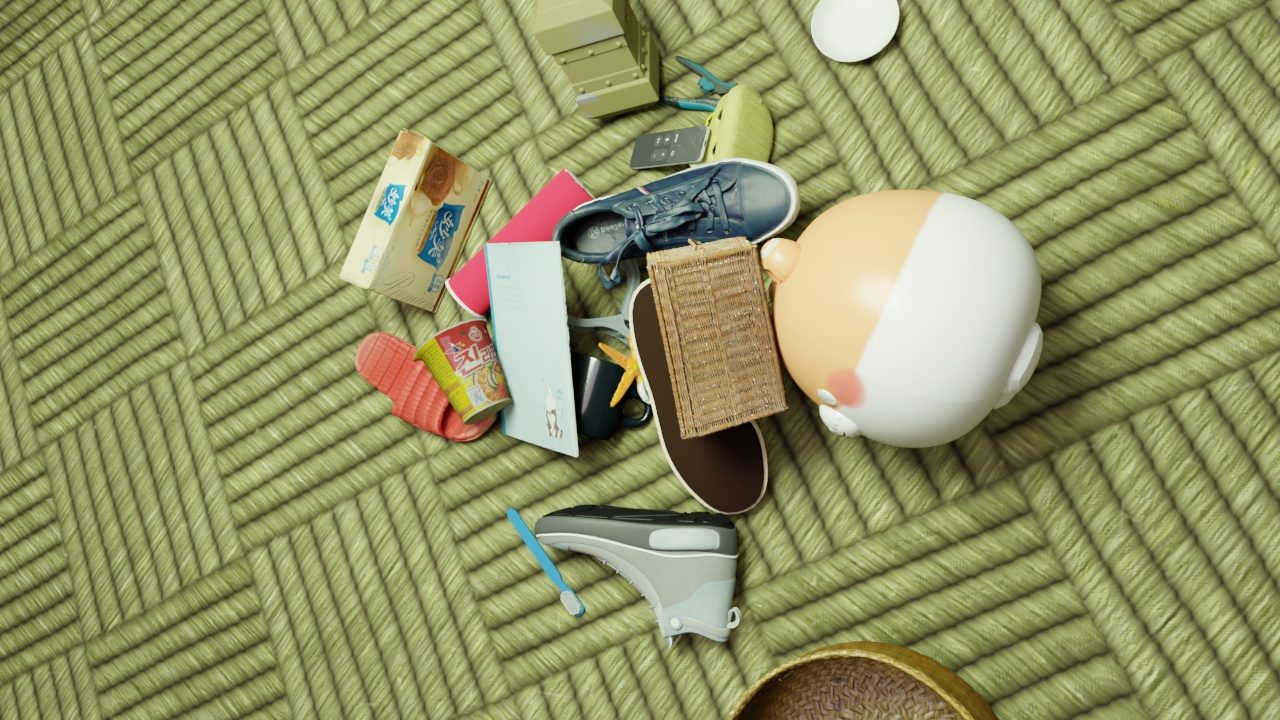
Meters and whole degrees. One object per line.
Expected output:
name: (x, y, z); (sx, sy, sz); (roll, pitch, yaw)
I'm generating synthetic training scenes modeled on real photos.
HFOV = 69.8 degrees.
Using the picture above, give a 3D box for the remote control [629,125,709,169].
remote control: (0.034, -0.266, 1.149); (0.147, 0.008, 0.045); (10, 85, 54)

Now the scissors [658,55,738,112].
scissors: (0.083, -0.342, 1.178); (0.119, 0.019, 0.151); (-30, 75, 13)

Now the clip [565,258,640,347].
clip: (-0.037, -0.095, 1.161); (0.168, 0.031, 0.164); (26, 71, -13)

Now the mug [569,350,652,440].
mug: (-0.044, 0.050, 1.143); (0.121, 0.085, 0.094); (17, 88, -7)

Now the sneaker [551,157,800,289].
sneaker: (0.031, -0.156, 1.040); (0.295, 0.127, 0.121); (-8, 98, 19)

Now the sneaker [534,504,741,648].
sneaker: (-0.007, 0.258, 1.096); (0.257, 0.093, 0.160); (-2, 90, 21)

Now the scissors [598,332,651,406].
scissors: (-0.005, 0.010, 1.116); (0.011, 0.131, 0.125); (-6, 46, 46)

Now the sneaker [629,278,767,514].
sneaker: (0.066, 0.038, 1.099); (0.112, 0.116, 0.294); (-23, 94, 9)

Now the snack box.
snack box: (-0.294, -0.180, 1.223); (0.055, 0.153, 0.207); (24, 91, 24)

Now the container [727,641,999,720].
container: (0.231, 0.433, 0.918); (0.307, 0.196, 0.306); (-2, 83, 19)

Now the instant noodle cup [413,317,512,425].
instant noodle cup: (-0.217, 0.017, 1.170); (0.100, 0.100, 0.112); (-32, 80, 13)

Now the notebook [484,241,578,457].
notebook: (-0.137, -0.018, 1.128); (0.181, 0.009, 0.253); (8, 106, 53)

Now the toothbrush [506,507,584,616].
toothbrush: (-0.125, 0.256, 1.172); (0.016, 0.014, 0.166); (-43, 70, 10)

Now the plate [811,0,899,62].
plate: (0.262, -0.408, 1.117); (0.104, 0.026, 0.104); (-3, 82, 19)

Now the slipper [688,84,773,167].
slipper: (0.103, -0.240, 1.130); (0.082, 0.091, 0.190); (11, 87, 46)

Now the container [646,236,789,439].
container: (0.078, -0.030, 0.964); (0.113, 0.113, 0.198); (-12, 102, 3)

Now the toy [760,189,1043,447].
toy: (0.257, -0.044, 0.935); (0.281, 0.263, 0.265); (23, 83, 16)

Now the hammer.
hammer: (-0.049, -0.500, 1.190); (0.101, 0.190, 0.324); (-9, 62, 19)

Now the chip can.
chip can: (-0.156, -0.154, 1.213); (0.221, 0.069, 0.069); (-42, 71, 10)

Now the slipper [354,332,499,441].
slipper: (-0.303, 0.032, 1.247); (0.249, 0.059, 0.103); (26, 91, 23)
